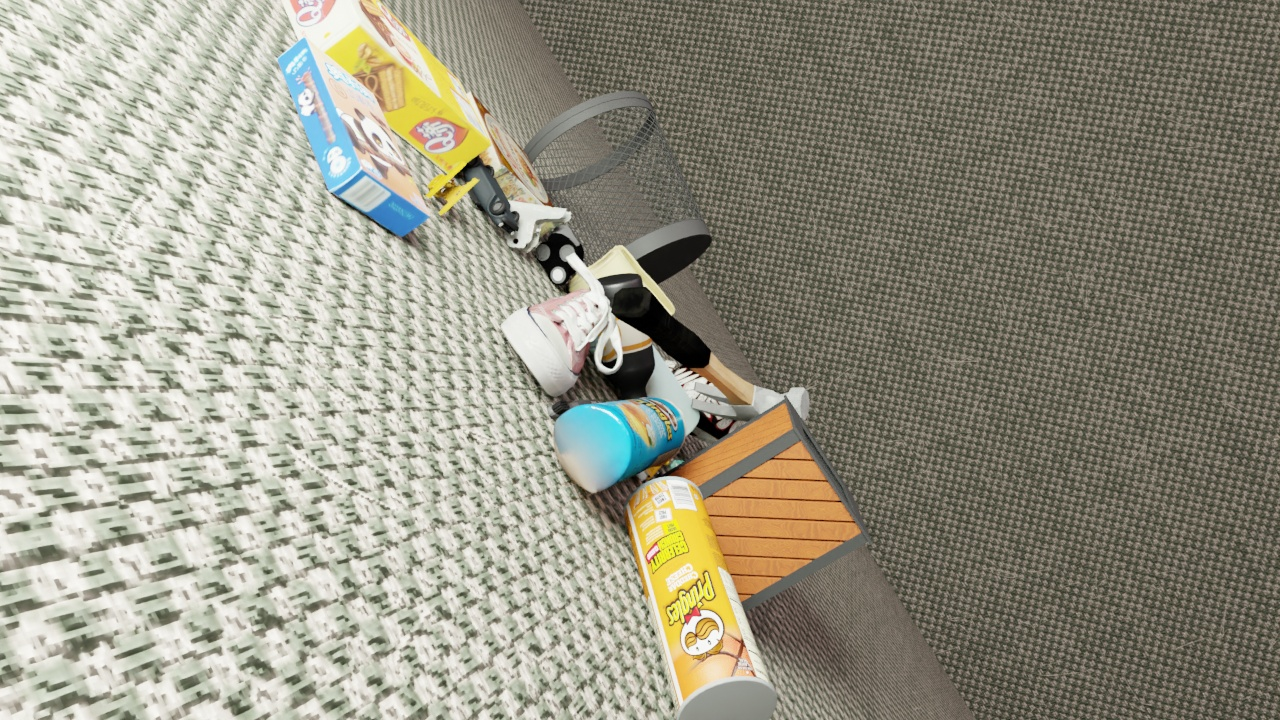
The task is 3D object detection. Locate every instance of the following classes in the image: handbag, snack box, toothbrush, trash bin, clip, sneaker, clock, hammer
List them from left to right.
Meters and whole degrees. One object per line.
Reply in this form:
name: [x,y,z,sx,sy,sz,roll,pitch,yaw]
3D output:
snack box: [-0.228,-0.177,0.731,0.151,0.034,0.087,62,11,25]
snack box: [-0.246,-0.287,0.909,0.110,0.062,0.230,62,11,24]
clip: [-0.189,-0.170,0.884,0.049,0.054,0.045,36,-16,19]
snack box: [-0.175,-0.248,1.177,0.147,0.041,0.143,42,19,-57]
clip: [-0.136,-0.156,1.048,0.050,0.102,0.058,50,53,-70]
sneaker: [-0.067,-0.033,0.898,0.118,0.088,0.240,55,9,-7]
toothbrush: [-0.062,0.045,0.899,0.013,0.013,0.167,58,8,7]
handbag: [-0.033,-0.075,1.172,0.119,0.081,0.111,52,-26,-4]
trash bin: [-0.031,-0.232,1.344,0.227,0.218,0.217,63,11,10]
clock: [0.056,0.057,1.220,0.155,0.065,0.115,33,-18,17]
hammer: [0.068,0.002,0.995,0.328,0.131,0.039,37,59,-53]
trash bin: [0.123,0.155,0.972,0.139,0.172,0.139,56,10,-6]

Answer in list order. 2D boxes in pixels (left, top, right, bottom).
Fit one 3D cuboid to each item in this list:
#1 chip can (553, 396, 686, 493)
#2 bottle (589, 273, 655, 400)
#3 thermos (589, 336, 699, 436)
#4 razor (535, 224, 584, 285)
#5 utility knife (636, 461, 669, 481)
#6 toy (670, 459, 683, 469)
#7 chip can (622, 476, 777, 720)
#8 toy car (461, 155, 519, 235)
chip can: [-0.017,0.072,0.839,0.080,0.080,0.229,58,11,8]
bottle: [-0.014,-0.003,1.022,0.059,0.059,0.182,-84,166,-74]
thermos: [-0.007,0.006,1.099,0.207,0.078,0.065,55,-11,-23]
razor: [-0.101,-0.143,1.188,0.060,0.057,0.156,23,17,-7]
utility knife: [0.012,0.115,1.030,0.030,0.017,0.178,47,12,4]
toy: [0.078,0.170,1.122,0.085,0.033,0.105,25,33,-52]
chip can: [0.042,0.194,0.747,0.075,0.075,0.214,50,12,-35]
toy car: [-0.172,-0.188,1.026,0.112,0.034,0.046,60,10,20]
